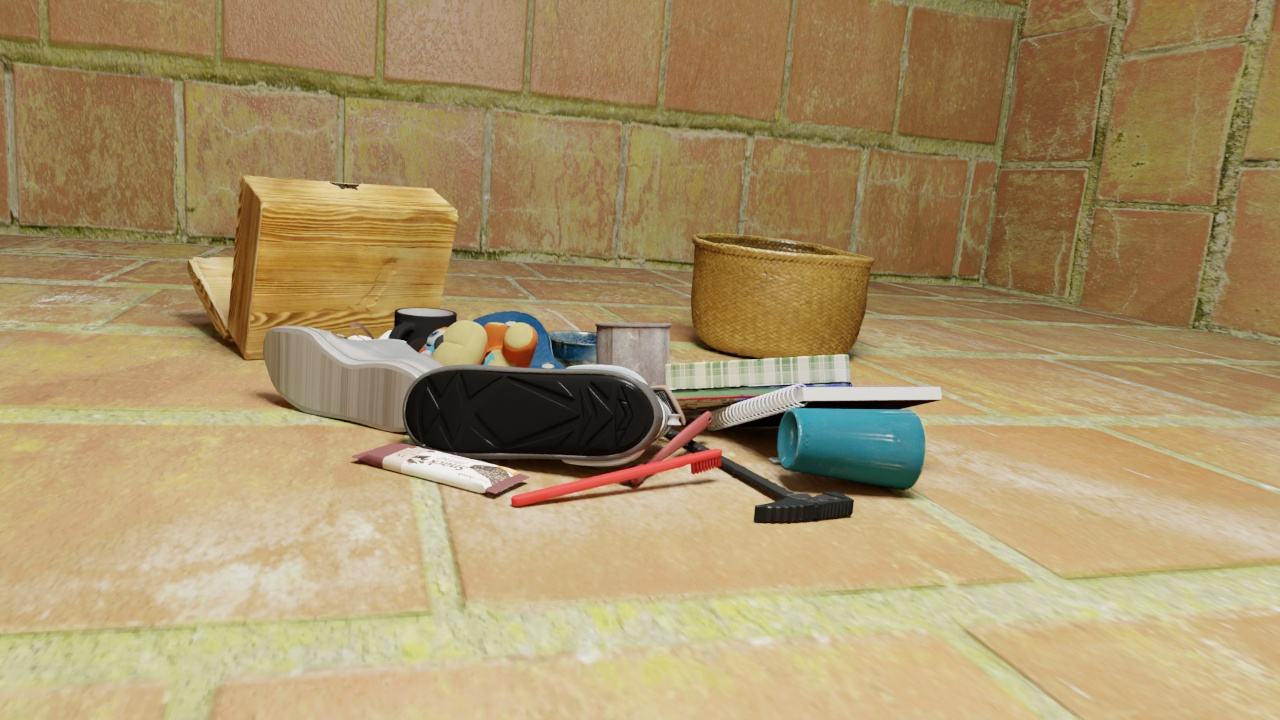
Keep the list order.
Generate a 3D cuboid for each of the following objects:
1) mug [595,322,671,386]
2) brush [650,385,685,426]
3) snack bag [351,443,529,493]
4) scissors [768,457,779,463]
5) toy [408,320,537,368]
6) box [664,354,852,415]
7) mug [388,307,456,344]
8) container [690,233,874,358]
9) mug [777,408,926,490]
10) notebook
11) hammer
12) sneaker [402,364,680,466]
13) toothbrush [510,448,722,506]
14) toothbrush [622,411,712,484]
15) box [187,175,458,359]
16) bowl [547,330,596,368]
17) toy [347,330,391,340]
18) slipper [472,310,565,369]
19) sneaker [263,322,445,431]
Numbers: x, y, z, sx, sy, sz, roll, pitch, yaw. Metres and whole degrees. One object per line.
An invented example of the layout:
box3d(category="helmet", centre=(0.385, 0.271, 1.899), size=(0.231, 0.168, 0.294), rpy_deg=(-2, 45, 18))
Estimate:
box3d(category="mug", centre=(-0.007, 0.006, 1.103), size=(0.096, 0.110, 0.122), rpy_deg=(7, 4, 12))
box3d(category="brush", centre=(-0.009, 0.055, 1.006), size=(0.136, 0.050, 0.015), rpy_deg=(-9, 25, 48))
box3d(category="snack bag", centre=(-0.180, 0.095, 0.824), size=(0.158, 0.013, 0.056), rpy_deg=(10, 13, 25))
box3d(category="scissors", centre=(0.200, 0.107, 0.941), size=(0.141, 0.015, 0.076), rpy_deg=(-4, 14, -13))
box3d(category="toy", centre=(-0.198, 0.006, 1.050), size=(0.176, 0.112, 0.096), rpy_deg=(-7, -40, 38))
box3d(category="box", centre=(0.132, 0.029, 1.039), size=(0.205, 0.051, 0.117), rpy_deg=(-4, -8, 6))
box3d(category="mug", centre=(-0.285, -0.017, 1.170), size=(0.078, 0.088, 0.113), rpy_deg=(9, 11, 20))
box3d(category="container", centre=(0.234, -0.110, 1.608), size=(0.307, 0.197, 0.306), rpy_deg=(6, 10, -1))
box3d(category="mug", centre=(0.196, 0.080, 0.869), size=(0.121, 0.078, 0.078), rpy_deg=(6, 10, -10))
box3d(category="notebook", centre=(0.185, 0.052, 0.989), size=(0.171, 0.022, 0.210), rpy_deg=(1, -11, -22))
box3d(category="hammer", centre=(0.071, 0.098, 0.914), size=(0.094, 0.015, 0.325), rpy_deg=(-2, 12, -27))
box3d(category="sneaker", centre=(-0.094, 0.055, 0.918), size=(0.257, 0.093, 0.160), rpy_deg=(1, -5, 14))
box3d(category="toothbrush", centre=(-0.015, 0.106, 0.809), size=(0.212, 0.018, 0.012), rpy_deg=(-9, 12, -30))
box3d(category="toothbrush", centre=(0.029, 0.084, 0.908), size=(0.016, 0.016, 0.189), rpy_deg=(-4, 12, 28))
box3d(category="box", centre=(-0.489, -0.155, 1.374), size=(0.278, 0.287, 0.336), rpy_deg=(-5, 31, -40))
box3d(category="bowl", centre=(-0.079, -0.004, 1.264), size=(0.114, 0.061, 0.114), rpy_deg=(5, 9, -1))
box3d(category="toy", centre=(-0.378, -0.015, 1.263), size=(0.122, 0.038, 0.079), rpy_deg=(-2, 25, -32))
box3d(category="slipper", centre=(-0.151, 0.015, 1.153), size=(0.118, 0.060, 0.295), rpy_deg=(-6, 27, -25))
box3d(category="sneaker", centre=(-0.300, 0.012, 0.999), size=(0.236, 0.099, 0.089), rpy_deg=(17, 16, 22))
